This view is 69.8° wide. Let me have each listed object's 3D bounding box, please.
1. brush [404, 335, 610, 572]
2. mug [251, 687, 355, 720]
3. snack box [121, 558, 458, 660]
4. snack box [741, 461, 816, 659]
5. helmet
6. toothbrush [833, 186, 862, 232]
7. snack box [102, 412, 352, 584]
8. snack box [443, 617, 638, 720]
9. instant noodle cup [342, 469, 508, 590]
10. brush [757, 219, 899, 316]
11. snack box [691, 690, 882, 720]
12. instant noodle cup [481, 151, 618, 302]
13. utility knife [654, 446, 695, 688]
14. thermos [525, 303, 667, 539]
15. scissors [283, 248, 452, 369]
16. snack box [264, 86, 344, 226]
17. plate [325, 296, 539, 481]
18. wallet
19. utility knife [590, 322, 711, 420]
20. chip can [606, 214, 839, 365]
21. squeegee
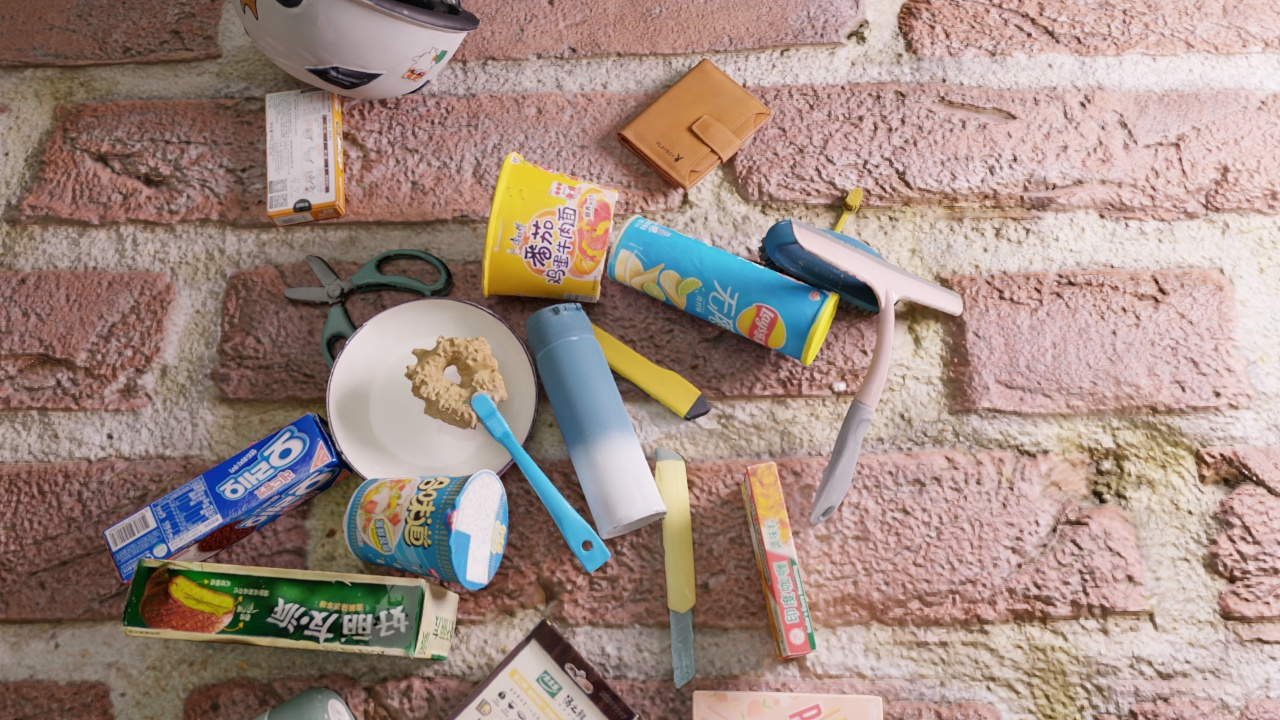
[{"bbox_3d":[-0.113,0.077,0.802,0.083,0.046,0.254,-37,78,-15],"label":"brush"},{"bbox_3d":[-0.279,0.334,0.741,0.106,0.082,0.112,-29,102,-9],"label":"mug"},{"bbox_3d":[-0.283,0.208,0.763,0.240,0.114,0.063,3,71,3],"label":"snack box"},{"bbox_3d":[0.116,0.171,0.781,0.027,0.077,0.155,-10,70,-1],"label":"snack box"},{"bbox_3d":[-0.310,-0.356,0.939,0.274,0.229,0.157,44,119,14],"label":"helmet"},{"bbox_3d":[0.176,-0.096,0.909,0.016,0.017,0.189,28,73,11],"label":"toothbrush"},{"bbox_3d":[-0.367,0.126,0.827,0.207,0.058,0.057,-31,72,-9],"label":"snack box"},{"bbox_3d":[-0.083,0.298,0.755,0.113,0.053,0.125,42,76,16],"label":"snack box"},{"bbox_3d":[-0.181,0.136,0.765,0.110,0.099,0.099,2,69,18],"label":"instant noodle cup"},{"bbox_3d":[0.184,-0.090,0.862,0.144,0.074,0.055,25,70,-8],"label":"brush"},{"bbox_3d":[0.120,0.317,0.754,0.157,0.026,0.084,1,70,3],"label":"snack box"},{"bbox_3d":[-0.083,-0.119,0.871,0.110,0.138,0.137,10,70,-3],"label":"instant noodle cup"},{"bbox_3d":[0.032,0.178,0.813,0.031,0.022,0.212,-4,63,2],"label":"utility knife"},{"bbox_3d":[-0.045,0.050,0.835,0.070,0.070,0.220,-21,72,-6],"label":"thermos"},{"bbox_3d":[-0.272,-0.040,0.906,0.170,0.019,0.180,-2,71,0],"label":"scissors"},{"bbox_3d":[-0.355,-0.219,0.970,0.075,0.026,0.153,-9,69,-1],"label":"snack box"},{"bbox_3d":[-0.191,0.037,0.853,0.192,0.039,0.192,1,76,-5],"label":"plate"},{"bbox_3d":[0.058,-0.246,0.963,0.131,0.031,0.108,-42,72,-11],"label":"wallet"},{"bbox_3d":[-0.005,0.005,0.880,0.170,0.015,0.033,34,69,15],"label":"utility knife"},{"bbox_3d":[0.076,-0.069,0.864,0.210,0.071,0.071,25,72,16],"label":"chip can"},{"bbox_3d":[0.196,0.030,0.814,0.247,0.040,0.249,15,91,-37],"label":"squeegee"}]
